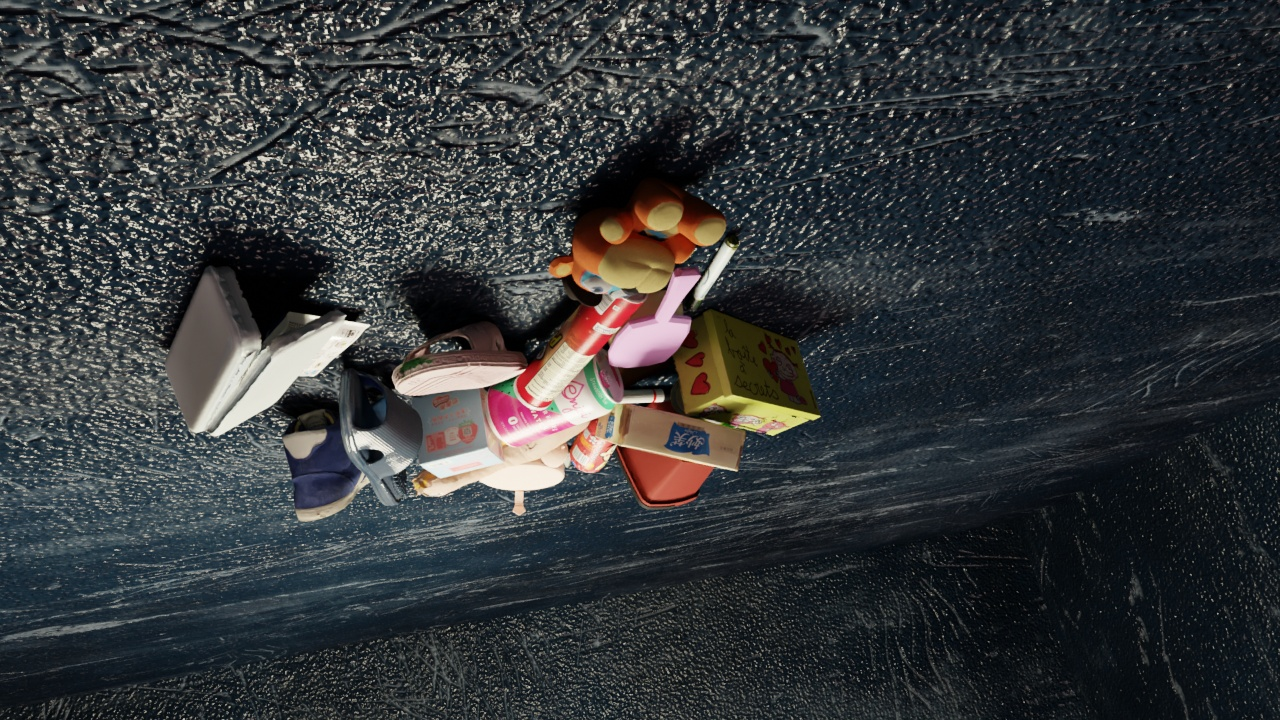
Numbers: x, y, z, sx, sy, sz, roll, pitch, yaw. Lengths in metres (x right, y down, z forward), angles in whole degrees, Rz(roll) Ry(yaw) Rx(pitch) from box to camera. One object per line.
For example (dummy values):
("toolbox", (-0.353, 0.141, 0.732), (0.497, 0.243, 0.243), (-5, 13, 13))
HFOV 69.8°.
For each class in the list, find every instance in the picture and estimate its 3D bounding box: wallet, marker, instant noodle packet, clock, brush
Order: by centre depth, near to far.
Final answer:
("instant noodle packet", (-0.359, -0.014, 0.972), (0.087, 0.026, 0.135), (10, 149, -43))
("marker", (0.079, -0.096, 1.027), (0.017, 0.017, 0.147), (-5, 156, -19))
("brush", (0.019, -0.057, 1.051), (0.089, 0.043, 0.229), (-5, 157, -18))
("wallet", (-0.007, 0.007, 1.229), (0.116, 0.018, 0.091), (-24, 155, 21))
("marker", (-0.001, 0.052, 1.333), (0.145, 0.019, 0.019), (-1, 155, -27))
("clock", (-0.183, 0.169, 1.422), (0.131, 0.086, 0.161), (2, 148, -11))

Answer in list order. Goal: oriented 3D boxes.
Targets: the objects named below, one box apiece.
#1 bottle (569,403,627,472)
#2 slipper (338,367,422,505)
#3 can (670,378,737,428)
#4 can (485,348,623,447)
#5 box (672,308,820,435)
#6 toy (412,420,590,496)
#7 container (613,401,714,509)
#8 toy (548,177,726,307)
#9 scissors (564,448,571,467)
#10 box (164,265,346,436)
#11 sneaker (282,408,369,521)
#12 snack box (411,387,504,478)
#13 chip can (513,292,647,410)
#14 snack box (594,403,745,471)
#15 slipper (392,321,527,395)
("bottle", (-0.057, 0.107, 1.375), (0.061, 0.062, 0.138), (0, 140, -29))
("slipper", (-0.306, 0.093, 1.128), (0.082, 0.101, 0.264), (-9, 147, -6))
("can", (0.103, 0.060, 1.347), (0.067, 0.067, 0.120), (-25, 154, 27))
("can", (-0.111, 0.047, 1.170), (0.166, 0.088, 0.088), (-21, 156, 20))
("box", (0.137, 0.020, 1.202), (0.083, 0.124, 0.220), (-27, 152, 30))
("toy", (-0.188, 0.114, 1.273), (0.263, 0.065, 0.197), (-19, 159, -23))
("container", (0.027, 0.160, 1.429), (0.126, 0.148, 0.201), (-3, 145, -37))
("toy", (-0.010, -0.109, 0.863), (0.112, 0.096, 0.177), (9, 161, -43))
("scissors", (-0.112, 0.137, 1.483), (0.197, 0.015, 0.179), (-23, 156, 21))
("box", (-0.397, -0.013, 0.895), (0.212, 0.105, 0.129), (-36, 179, 39))
("sneaker", (-0.401, 0.112, 1.215), (0.091, 0.118, 0.232), (-10, -168, 12))
("snack box", (-0.238, 0.092, 1.202), (0.093, 0.094, 0.079), (-15, 159, 4))
("chip can", (-0.071, -0.022, 1.036), (0.051, 0.051, 0.215), (6, 142, -38))
("snack box", (0.033, 0.097, 1.208), (0.153, 0.055, 0.207), (14, 176, -11))
("slipper", (-0.198, -0.007, 1.035), (0.094, 0.064, 0.239), (-21, 174, 14))
